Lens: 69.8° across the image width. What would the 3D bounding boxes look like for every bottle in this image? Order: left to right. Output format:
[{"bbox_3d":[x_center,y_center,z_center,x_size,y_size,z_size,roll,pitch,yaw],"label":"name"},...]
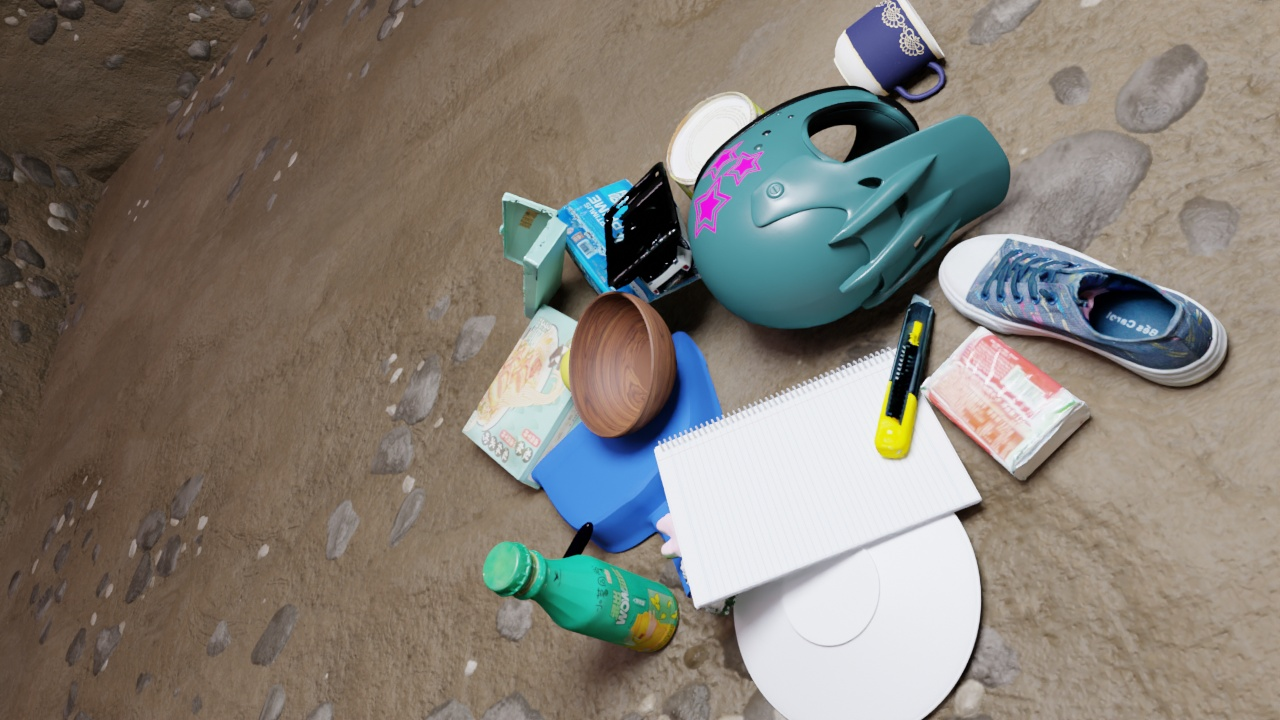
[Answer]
[{"bbox_3d":[-0.052,0.211,0.829,0.068,0.209,0.068,-22,53,32],"label":"bottle"}]

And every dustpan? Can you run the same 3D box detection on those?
[{"bbox_3d":[0.008,0.131,0.934,0.246,0.059,0.257,-44,34,14],"label":"dustpan"}]

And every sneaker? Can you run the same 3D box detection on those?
[{"bbox_3d":[0.335,-0.057,0.728,0.235,0.079,0.087,32,90,47],"label":"sneaker"}]

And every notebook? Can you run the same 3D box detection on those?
[{"bbox_3d":[0.141,0.096,0.804,0.246,0.013,0.177,-23,45,9],"label":"notebook"}]

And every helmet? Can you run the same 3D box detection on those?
[{"bbox_3d":[0.180,-0.139,0.855,0.275,0.176,0.200,-33,42,10],"label":"helmet"}]

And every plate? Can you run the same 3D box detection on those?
[{"bbox_3d":[0.164,0.192,0.763,0.230,0.030,0.229,-21,57,36],"label":"plate"}]

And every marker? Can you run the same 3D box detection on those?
[{"bbox_3d":[-0.073,0.208,0.951,0.018,0.015,0.134,45,133,19],"label":"marker"}]

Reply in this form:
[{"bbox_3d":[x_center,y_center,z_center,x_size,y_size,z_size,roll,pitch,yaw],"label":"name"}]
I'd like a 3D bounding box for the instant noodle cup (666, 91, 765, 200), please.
[{"bbox_3d":[0.102,-0.224,1.025,0.146,0.097,0.146,-22,53,32],"label":"instant noodle cup"}]

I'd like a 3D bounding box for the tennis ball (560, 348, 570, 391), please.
[{"bbox_3d":[-0.056,0.010,1.017,0.065,0.065,0.065,-22,53,32],"label":"tennis ball"}]

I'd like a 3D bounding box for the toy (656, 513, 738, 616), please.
[{"bbox_3d":[0.065,0.166,0.830,0.095,0.041,0.109,-48,57,-4],"label":"toy"}]

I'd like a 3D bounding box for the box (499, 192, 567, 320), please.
[{"bbox_3d":[-0.145,-0.129,1.123,0.077,0.093,0.188,-56,-4,-17],"label":"box"}]

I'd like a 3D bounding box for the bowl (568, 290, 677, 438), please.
[{"bbox_3d":[-0.006,0.006,0.934,0.148,0.068,0.147,-6,83,53],"label":"bowl"}]

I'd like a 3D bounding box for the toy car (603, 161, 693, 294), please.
[{"bbox_3d":[0.016,-0.127,0.964,0.094,0.071,0.191,-38,27,17],"label":"toy car"}]

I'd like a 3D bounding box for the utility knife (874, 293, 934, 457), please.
[{"bbox_3d":[0.234,0.008,0.806,0.029,0.020,0.172,4,55,27],"label":"utility knife"}]

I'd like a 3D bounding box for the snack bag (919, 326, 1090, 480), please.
[{"bbox_3d":[0.293,0.033,0.745,0.077,0.036,0.116,-49,44,10],"label":"snack bag"}]

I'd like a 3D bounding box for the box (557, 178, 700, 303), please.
[{"bbox_3d":[-0.005,-0.116,1.081,0.115,0.094,0.243,-33,44,-3],"label":"box"}]

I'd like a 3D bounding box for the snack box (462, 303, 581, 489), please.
[{"bbox_3d":[-0.120,0.040,1.113,0.141,0.044,0.193,30,86,46],"label":"snack box"}]

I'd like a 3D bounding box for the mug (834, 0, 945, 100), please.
[{"bbox_3d":[0.260,-0.312,0.955,0.089,0.085,0.112,-34,83,27],"label":"mug"}]
